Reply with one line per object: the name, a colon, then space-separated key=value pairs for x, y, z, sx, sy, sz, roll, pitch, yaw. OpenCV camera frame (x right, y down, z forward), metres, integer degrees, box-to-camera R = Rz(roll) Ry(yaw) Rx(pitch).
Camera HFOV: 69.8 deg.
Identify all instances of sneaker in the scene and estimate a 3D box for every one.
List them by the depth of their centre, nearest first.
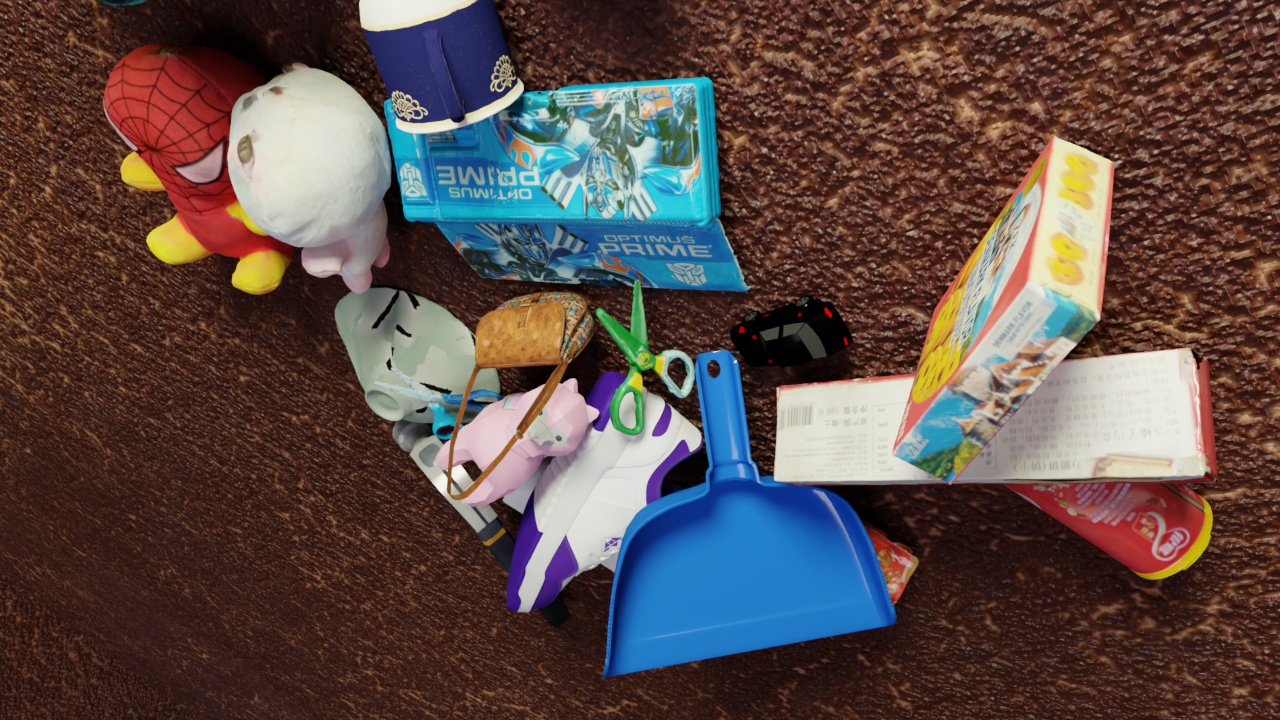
sneaker: x=-0.030 y=0.129 z=0.800 sx=0.111 sy=0.091 sz=0.245 roll=23 pitch=113 yaw=-15

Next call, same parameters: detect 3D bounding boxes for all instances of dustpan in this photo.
dustpan: x=0.072 y=0.119 z=0.730 sx=0.245 sy=0.059 sz=0.257 roll=-9 pitch=95 yaw=-4

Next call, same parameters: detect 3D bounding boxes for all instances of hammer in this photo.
hammer: x=-0.153 y=0.191 z=0.980 sx=0.139 sy=0.035 sz=0.313 roll=36 pitch=159 yaw=45

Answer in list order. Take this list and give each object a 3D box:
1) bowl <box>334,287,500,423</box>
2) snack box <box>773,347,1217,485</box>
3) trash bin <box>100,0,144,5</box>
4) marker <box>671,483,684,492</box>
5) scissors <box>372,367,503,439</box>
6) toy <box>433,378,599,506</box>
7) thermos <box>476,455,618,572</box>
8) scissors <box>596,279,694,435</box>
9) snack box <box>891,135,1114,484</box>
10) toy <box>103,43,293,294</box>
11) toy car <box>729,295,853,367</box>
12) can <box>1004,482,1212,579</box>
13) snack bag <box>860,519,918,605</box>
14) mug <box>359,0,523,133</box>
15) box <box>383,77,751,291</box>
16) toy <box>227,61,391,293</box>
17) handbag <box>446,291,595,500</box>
bowl: x=-0.222 y=0.018 z=0.854 sx=0.174 sy=0.067 sz=0.174 roll=15 pitch=138 yaw=14
snack box: x=0.214 y=0.043 z=0.599 sx=0.274 sy=0.076 sz=0.044 roll=-8 pitch=162 yaw=41
trash bin: x=-0.289 y=-0.339 z=0.459 sx=0.218 sy=0.198 sz=0.197 roll=35 pitch=138 yaw=4
marker: x=0.077 y=0.153 z=0.853 sx=0.123 sy=0.015 sz=0.018 roll=33 pitch=138 yaw=-6
scissors: x=-0.177 y=0.028 z=0.816 sx=0.083 sy=0.016 sz=0.135 roll=-29 pitch=141 yaw=11
toy: x=-0.096 y=0.059 z=0.762 sx=0.158 sy=0.123 sz=0.067 roll=-32 pitch=97 yaw=27
thermos: x=-0.048 y=0.134 z=0.873 sx=0.230 sy=0.068 sz=0.101 roll=32 pitch=126 yaw=0
scissors: x=0.008 y=-0.006 z=0.703 sx=0.012 sy=0.108 sz=0.132 roll=25 pitch=124 yaw=46
snack box: x=0.201 y=-0.027 z=0.508 sx=0.040 sy=0.142 sz=0.145 roll=26 pitch=138 yaw=6
toy: x=-0.343 y=-0.156 z=0.730 sx=0.147 sy=0.098 sz=0.217 roll=15 pitch=139 yaw=1
toy car: x=0.104 y=-0.015 z=0.656 sx=0.092 sy=0.036 sz=0.042 roll=-15 pitch=122 yaw=39
can: x=0.309 y=0.087 z=0.615 sx=0.124 sy=0.066 sz=0.067 roll=34 pitch=139 yaw=-3
snack bag: x=0.158 y=0.157 z=0.799 sx=0.155 sy=0.044 sz=0.087 roll=28 pitch=126 yaw=12
mug: x=-0.125 y=-0.194 z=0.560 sx=0.085 sy=0.111 sz=0.089 roll=-17 pitch=126 yaw=-2
box: x=-0.056 y=-0.107 z=0.642 sx=0.244 sy=0.060 sz=0.175 roll=5 pitch=133 yaw=27
toy: x=-0.227 y=-0.126 z=0.672 sx=0.101 sy=0.138 sz=0.180 roll=0 pitch=142 yaw=7
handbag: x=-0.105 y=0.019 z=0.691 sx=0.094 sy=0.195 sz=0.043 roll=-3 pitch=135 yaw=29
